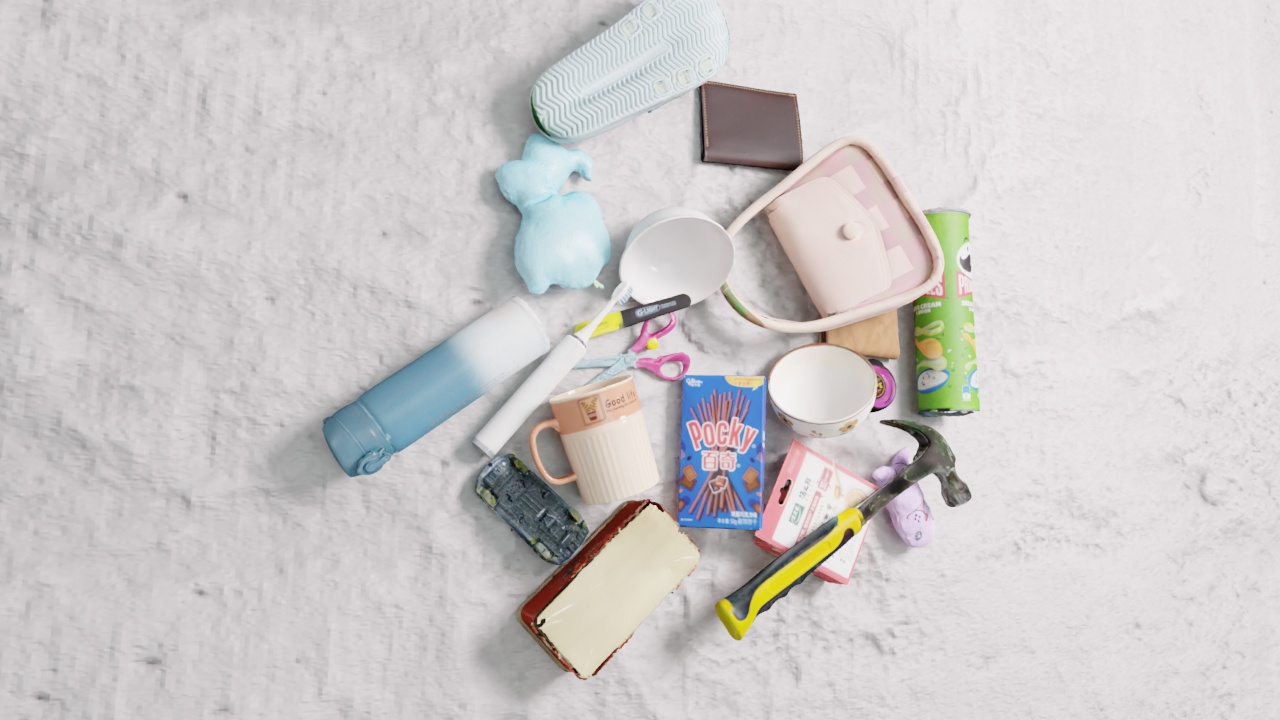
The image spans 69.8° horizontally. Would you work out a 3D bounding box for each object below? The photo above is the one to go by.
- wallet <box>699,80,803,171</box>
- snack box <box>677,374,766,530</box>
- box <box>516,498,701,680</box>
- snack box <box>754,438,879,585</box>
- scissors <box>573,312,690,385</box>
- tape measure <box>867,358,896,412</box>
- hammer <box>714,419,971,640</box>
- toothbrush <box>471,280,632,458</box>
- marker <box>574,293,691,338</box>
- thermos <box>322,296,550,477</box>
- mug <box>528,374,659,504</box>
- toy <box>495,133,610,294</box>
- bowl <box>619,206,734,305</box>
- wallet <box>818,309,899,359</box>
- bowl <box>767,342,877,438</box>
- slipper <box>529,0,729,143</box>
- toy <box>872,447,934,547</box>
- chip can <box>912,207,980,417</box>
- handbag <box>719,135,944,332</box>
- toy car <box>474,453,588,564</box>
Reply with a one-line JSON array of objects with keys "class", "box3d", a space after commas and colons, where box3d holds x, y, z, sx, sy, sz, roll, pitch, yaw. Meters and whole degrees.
[{"class": "wallet", "box3d": [0.123, -0.262, 1.025, 0.122, 0.020, 0.096, 2, 78, -21]}, {"class": "snack box", "box3d": [0.084, 0.093, 0.939, 0.085, 0.026, 0.157, 0, 81, 14]}, {"class": "box", "box3d": [-0.025, 0.216, 0.874, 0.168, 0.079, 0.091, -43, 99, -20]}, {"class": "snack box", "box3d": [0.182, 0.162, 0.982, 0.127, 0.044, 0.113, 30, 74, -17]}, {"class": "scissors", "box3d": [-0.007, 0.007, 0.943, 0.137, 0.017, 0.096, -36, 107, -16]}, {"class": "tape measure", "box3d": [0.255, 0.031, 1.031, 0.057, 0.039, 0.058, -28, 89, -22]}, {"class": "hammer", "box3d": [0.207, 0.172, 0.949, 0.322, 0.032, 0.126, -32, 97, -21]}, {"class": "toothbrush", "box3d": [-0.081, 0.004, 0.892, 0.220, 0.027, 0.026, -49, 144, -13]}, {"class": "marker", "box3d": [-0.007, -0.045, 0.931, 0.124, 0.015, 0.018, -17, 81, -8]}, {"class": "thermos", "box3d": [-0.186, 0.025, 0.841, 0.220, 0.070, 0.070, -37, 97, -22]}, {"class": "mug", "box3d": [-0.047, 0.080, 0.880, 0.114, 0.082, 0.106, -18, 95, -16]}, {"class": "toy", "box3d": [-0.082, -0.140, 0.912, 0.156, 0.050, 0.161, 41, 63, -5]}, {"class": "bowl", "box3d": [0.031, -0.117, 0.938, 0.118, 0.119, 0.064, 6, 43, -21]}, {"class": "wallet", "box3d": [0.251, -0.061, 1.052, 0.101, 0.020, 0.115, 5, 79, -23]}, {"class": "bowl", "box3d": [0.195, 0.041, 0.982, 0.113, 0.113, 0.062, -39, 140, -21]}, {"class": "slipper", "box3d": [-0.009, -0.299, 0.947, 0.245, 0.074, 0.104, -36, 98, -16]}, {"class": "toy", "box3d": [0.300, 0.158, 1.034, 0.083, 0.039, 0.108, -27, 92, -43]}, {"class": "chip can", "box3d": [0.351, -0.054, 1.062, 0.072, 0.072, 0.236, 2, 83, -22]}, {"class": "handbag", "box3d": [0.188, -0.117, 0.990, 0.234, 0.093, 0.193, -26, 81, -12]}, {"class": "toy car", "box3d": [-0.104, 0.142, 0.876, 0.120, 0.037, 0.054, 43, 71, -1]}]
